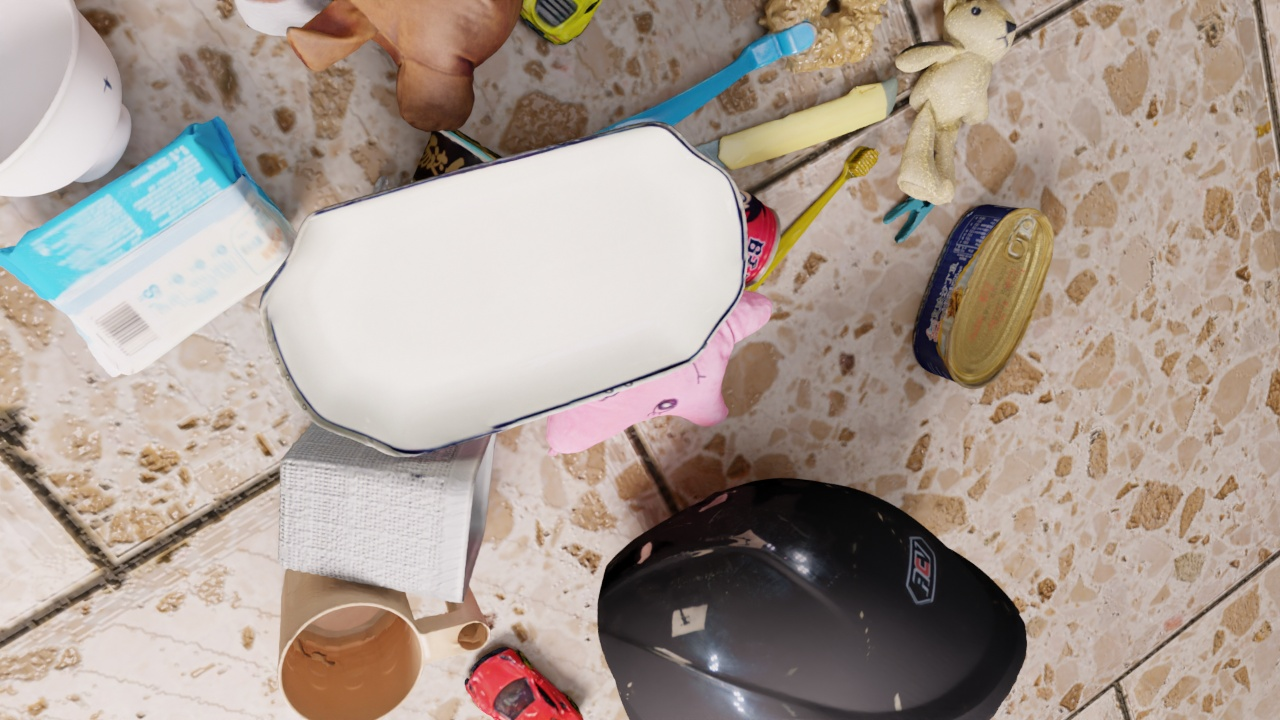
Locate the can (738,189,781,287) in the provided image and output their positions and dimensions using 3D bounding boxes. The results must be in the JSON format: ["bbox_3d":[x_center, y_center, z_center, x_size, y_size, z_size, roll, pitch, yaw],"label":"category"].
[{"bbox_3d":[0.041,-0.091,0.626,0.093,0.066,0.066,17,97,-25],"label":"can"}]

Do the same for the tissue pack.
[{"bbox_3d":[-0.268,-0.063,0.513,0.140,0.063,0.090,-37,116,-7],"label":"tissue pack"}]

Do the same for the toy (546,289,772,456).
[{"bbox_3d":[-0.004,0.004,0.630,0.194,0.074,0.179,24,116,-35],"label":"toy"}]

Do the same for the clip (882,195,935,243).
[{"bbox_3d":[0.214,-0.119,0.717,0.056,0.014,0.040,-46,116,-5],"label":"clip"}]

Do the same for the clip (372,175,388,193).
[{"bbox_3d":[-0.165,-0.086,0.570,0.033,0.025,0.057,32,87,-31],"label":"clip"}]

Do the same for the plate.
[{"bbox_3d":[-0.068,-0.041,0.510,0.265,0.034,0.162,-19,126,-9],"label":"plate"}]

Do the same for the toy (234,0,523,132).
[{"bbox_3d":[-0.164,-0.216,0.489,0.199,0.139,0.131,32,127,-24],"label":"toy"}]

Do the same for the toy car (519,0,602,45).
[{"bbox_3d":[-0.034,-0.248,0.572,0.048,0.032,0.105,35,88,-25],"label":"toy car"}]

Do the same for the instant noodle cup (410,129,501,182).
[{"bbox_3d":[-0.107,-0.066,0.559,0.111,0.111,0.120,29,99,-26],"label":"instant noodle cup"}]

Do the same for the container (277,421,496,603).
[{"bbox_3d":[-0.156,0.085,0.569,0.114,0.090,0.090,9,109,-3],"label":"container"}]

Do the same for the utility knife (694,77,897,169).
[{"bbox_3d":[0.098,-0.161,0.656,0.206,0.021,0.031,-22,107,-17],"label":"utility knife"}]

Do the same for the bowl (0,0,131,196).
[{"bbox_3d":[-0.306,-0.128,0.471,0.118,0.118,0.064,-54,153,-1],"label":"bowl"}]

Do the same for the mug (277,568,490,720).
[{"bbox_3d":[-0.169,0.165,0.593,0.124,0.103,0.084,-11,108,-19],"label":"mug"}]

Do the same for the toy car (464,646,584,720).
[{"bbox_3d":[-0.087,0.261,0.694,0.049,0.031,0.106,-42,113,-8],"label":"toy car"}]

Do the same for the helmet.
[{"bbox_3d":[0.105,0.191,0.629,0.276,0.232,0.230,-34,102,34],"label":"helmet"}]

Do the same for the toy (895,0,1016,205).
[{"bbox_3d":[0.230,-0.191,0.673,0.105,0.066,0.157,16,91,-30],"label":"toy"}]

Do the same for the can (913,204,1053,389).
[{"bbox_3d":[0.275,-0.053,0.739,0.074,0.049,0.148,15,98,-25],"label":"can"}]

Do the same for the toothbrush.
[{"bbox_3d":[0.111,-0.088,0.682,0.190,0.016,0.015,-48,115,-3],"label":"toothbrush"}]

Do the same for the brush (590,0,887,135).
[{"bbox_3d":[0.066,-0.196,0.613,0.254,0.046,0.083,-36,118,-15],"label":"brush"}]
